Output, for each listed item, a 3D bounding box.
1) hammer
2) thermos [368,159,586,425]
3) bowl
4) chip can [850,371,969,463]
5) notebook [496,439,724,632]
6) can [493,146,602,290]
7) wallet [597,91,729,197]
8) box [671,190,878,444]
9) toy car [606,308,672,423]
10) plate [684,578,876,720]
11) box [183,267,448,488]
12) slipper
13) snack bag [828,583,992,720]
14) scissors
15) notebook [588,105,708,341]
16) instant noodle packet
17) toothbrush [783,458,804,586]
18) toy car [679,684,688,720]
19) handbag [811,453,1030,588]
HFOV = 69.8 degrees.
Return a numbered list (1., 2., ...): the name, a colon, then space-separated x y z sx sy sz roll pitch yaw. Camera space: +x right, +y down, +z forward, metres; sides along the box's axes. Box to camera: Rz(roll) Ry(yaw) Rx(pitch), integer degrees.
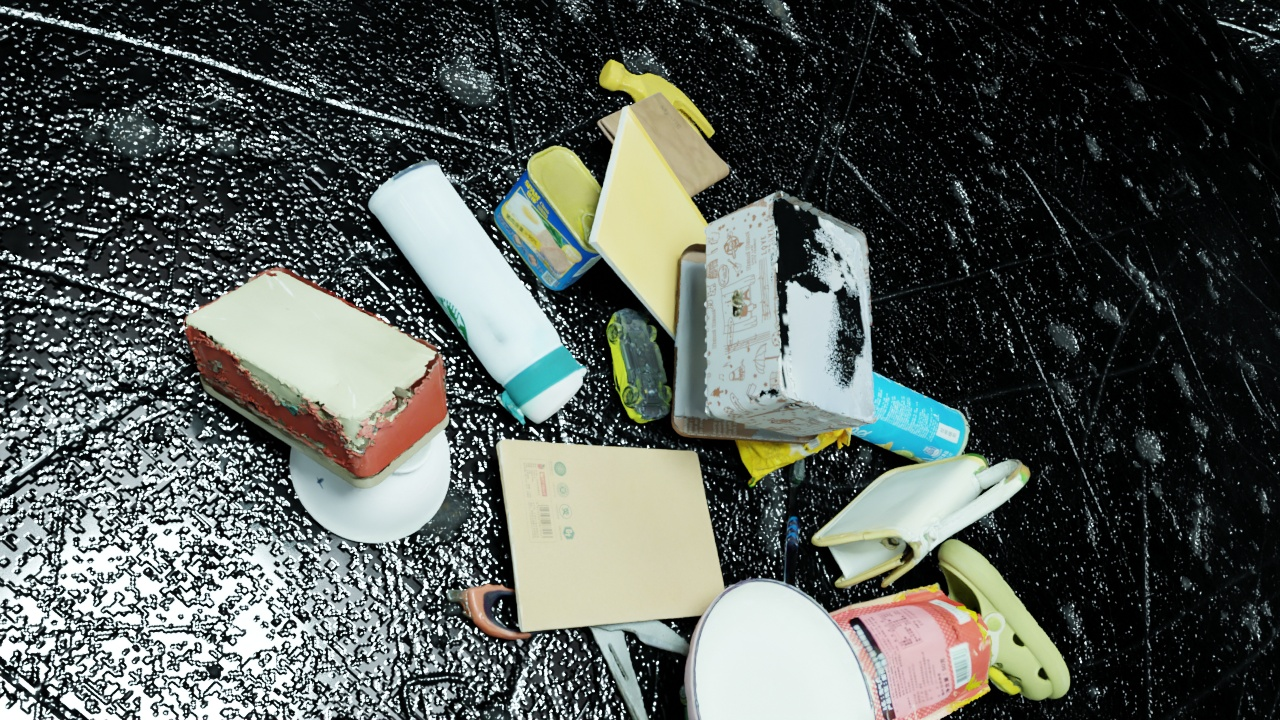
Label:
1. hammer: 0.015 -0.167 0.923 0.128 0.033 0.300 16 60 -26
2. thermos: -0.131 -0.051 0.748 0.073 0.073 0.224 -36 90 -40
3. bowl: -0.182 0.066 0.656 0.118 0.065 0.118 14 61 -28
4. chip can: 0.236 0.048 0.941 0.210 0.071 0.071 23 57 -24
5. notebook: -0.018 0.139 0.749 0.207 0.008 0.147 8 62 -39
6. can: -0.073 -0.122 0.808 0.057 0.083 0.102 -38 92 -39
7. wallet: 0.024 -0.212 0.917 0.115 0.020 0.101 50 50 1
8. box: 0.101 -0.025 0.793 0.150 0.167 0.181 17 67 -41
9. toy car: -0.005 0.005 0.822 0.048 0.032 0.105 0 71 -42
10. plate: 0.106 0.271 0.722 0.192 0.039 0.192 21 51 -29
11. box: -0.215 0.002 0.604 0.168 0.078 0.091 25 46 23
12. slipper: 0.341 0.265 0.909 0.081 0.091 0.190 -36 100 -2
13. snack bag: 0.220 0.277 0.827 0.207 0.073 0.128 -10 67 -28
14. scissors: -0.045 0.183 0.723 0.225 0.015 0.188 21 58 -26
15. notebook: 0.021 -0.107 0.833 0.206 0.010 0.145 46 48 -49
16. instant noodle packet: 0.124 0.041 0.854 0.128 0.111 0.044 65 15 11
17. toothbrush: 0.140 0.166 0.842 0.014 0.016 0.189 23 49 -12
18. toy car: 0.059 0.293 0.726 0.043 0.036 0.091 8 60 -29
19. handbag: 0.268 0.144 0.846 0.162 0.179 0.063 -30 91 -41
